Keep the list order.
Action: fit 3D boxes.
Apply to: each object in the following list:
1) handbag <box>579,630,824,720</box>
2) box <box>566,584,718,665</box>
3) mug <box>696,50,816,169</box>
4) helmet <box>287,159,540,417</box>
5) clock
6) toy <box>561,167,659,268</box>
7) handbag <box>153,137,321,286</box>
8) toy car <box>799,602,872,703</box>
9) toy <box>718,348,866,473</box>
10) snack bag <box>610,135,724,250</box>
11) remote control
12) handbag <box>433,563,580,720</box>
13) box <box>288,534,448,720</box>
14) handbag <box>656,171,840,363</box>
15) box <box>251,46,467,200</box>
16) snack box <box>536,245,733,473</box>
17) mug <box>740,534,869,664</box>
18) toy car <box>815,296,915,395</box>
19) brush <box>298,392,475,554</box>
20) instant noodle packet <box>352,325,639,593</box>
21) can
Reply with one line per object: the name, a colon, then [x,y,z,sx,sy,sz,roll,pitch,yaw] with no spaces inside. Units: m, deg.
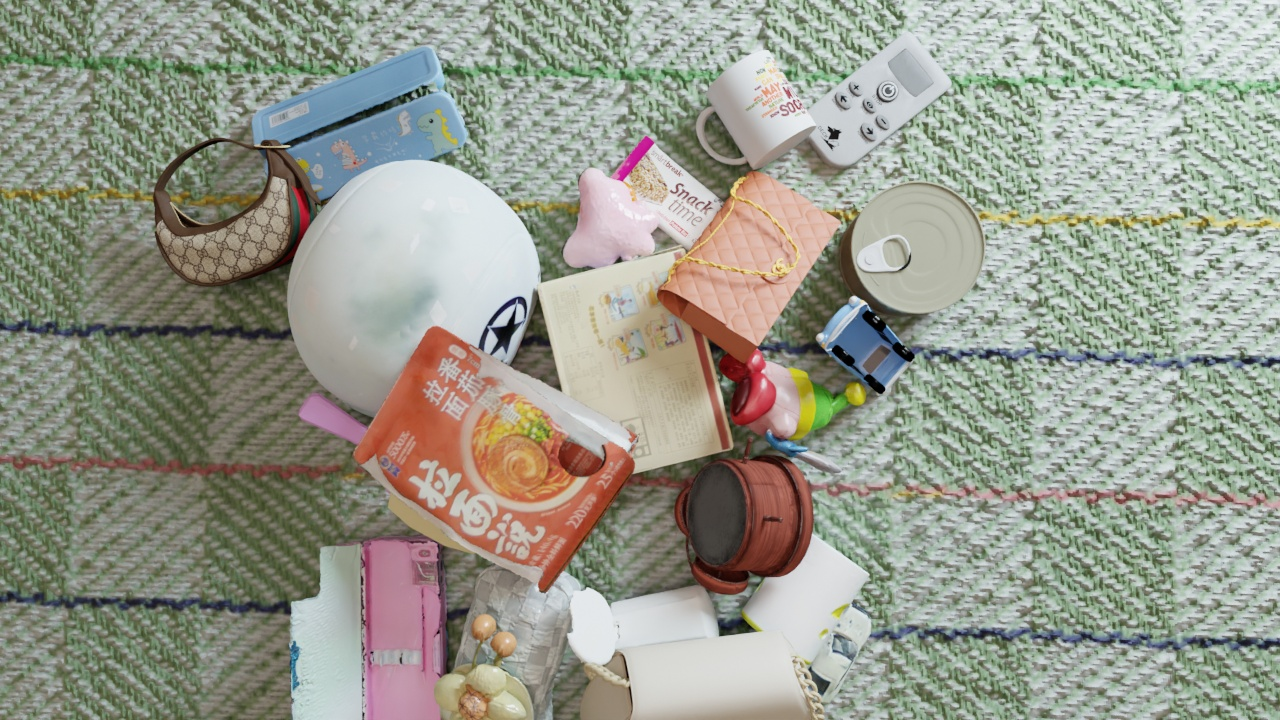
handbag: [0.051,0.327,0.849,0.210,0.209,0.103,-4,44,-10]
box: [0.004,0.254,0.878,0.137,0.144,0.083,-12,65,3]
mug: [0.108,-0.243,0.923,0.105,0.073,0.089,-33,88,21]
helmet: [-0.230,-0.066,0.879,0.236,0.163,0.264,37,90,3]
clock: [0.092,0.157,0.886,0.072,0.158,0.120,7,47,-30]
toy: [-0.028,-0.139,0.930,0.093,0.050,0.102,11,98,1]
handbag: [-0.406,-0.153,0.920,0.167,0.063,0.138,-19,101,11]
toy car: [0.193,0.293,0.923,0.048,0.033,0.105,29,88,4]
toy: [0.152,0.041,0.899,0.131,0.124,0.097,31,115,-26]
snack bag: [0.060,-0.146,0.946,0.196,0.016,0.070,40,88,2]
remote control: [0.239,-0.264,0.943,0.151,0.019,0.074,-38,88,0]
handbag: [-0.129,0.281,0.887,0.112,0.123,0.171,13,88,17]
box: [-0.271,0.295,0.919,0.158,0.066,0.230,-1,89,-22]
handbag: [0.106,-0.100,0.891,0.109,0.060,0.171,34,65,4]
box: [-0.291,-0.241,0.942,0.209,0.049,0.120,-21,87,2]
snack box: [-0.005,0.005,0.924,0.153,0.055,0.207,-14,88,1]
mug: [0.161,0.229,0.900,0.082,0.082,0.106,34,88,2]
toy car: [0.215,-0.015,0.884,0.056,0.153,0.055,-49,51,7]
brush: [-0.226,0.105,0.890,0.228,0.043,0.089,35,101,-21]
instant noodle packet: [-0.135,0.085,0.847,0.221,0.083,0.165,33,107,-7]
can: [0.266,-0.107,0.911,0.128,0.073,0.127,0,88,1]
